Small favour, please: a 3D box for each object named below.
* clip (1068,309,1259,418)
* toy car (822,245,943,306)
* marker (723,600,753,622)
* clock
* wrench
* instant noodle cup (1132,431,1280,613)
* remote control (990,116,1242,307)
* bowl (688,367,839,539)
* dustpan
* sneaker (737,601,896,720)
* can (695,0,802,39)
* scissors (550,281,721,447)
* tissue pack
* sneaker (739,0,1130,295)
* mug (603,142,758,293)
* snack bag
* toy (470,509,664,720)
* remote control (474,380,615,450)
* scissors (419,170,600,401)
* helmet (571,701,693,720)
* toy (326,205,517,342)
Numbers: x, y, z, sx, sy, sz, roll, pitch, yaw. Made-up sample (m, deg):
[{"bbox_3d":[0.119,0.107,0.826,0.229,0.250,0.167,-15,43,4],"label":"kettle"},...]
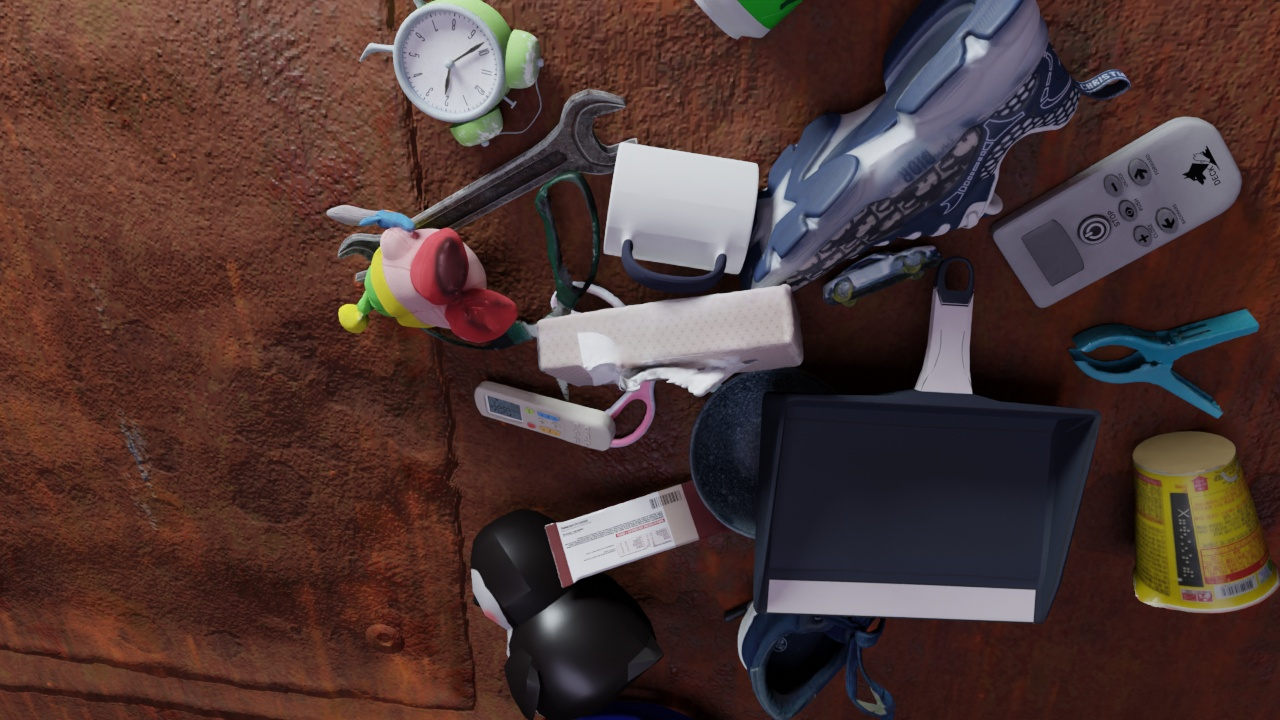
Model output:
[{"bbox_3d":[0.381,0.004,0.685,0.116,0.026,0.097,5,117,7],"label":"clip"},{"bbox_3d":[0.176,-0.065,0.675,0.090,0.038,0.027,-22,77,20],"label":"toy car"},{"bbox_3d":[0.139,0.210,0.848,0.152,0.011,0.011,-33,109,24],"label":"marker"},{"bbox_3d":[-0.122,-0.207,0.644,0.119,0.042,0.095,39,119,-11],"label":"clock"},{"bbox_3d":[-0.122,-0.123,0.696,0.274,0.010,0.070,-24,139,22],"label":"wrench"},{"bbox_3d":[0.427,0.118,0.706,0.100,0.100,0.112,-13,105,16],"label":"instant noodle cup"},{"bbox_3d":[0.330,-0.102,0.636,0.151,0.019,0.074,-32,109,24],"label":"remote control"},{"bbox_3d":[0.104,0.073,0.741,0.137,0.057,0.137,0,89,-4],"label":"bowl"},{"bbox_3d":[0.213,0.064,0.678,0.236,0.080,0.273,3,89,-4],"label":"dustpan"},{"bbox_3d":[0.180,0.184,0.752,0.120,0.127,0.295,28,107,-6],"label":"sneaker"},{"bbox_3d":[0.089,-0.268,0.547,0.140,0.087,0.088,-38,107,26],"label":"can"},{"bbox_3d":[-0.007,-0.001,0.755,0.177,0.013,0.171,37,120,-10],"label":"scissors"},{"bbox_3d":[0.022,-0.006,0.653,0.181,0.104,0.071,-3,82,13],"label":"tissue pack"},{"bbox_3d":[0.182,-0.119,0.616,0.132,0.103,0.270,26,128,-24],"label":"sneaker"},{"bbox_3d":[0.026,-0.093,0.638,0.097,0.111,0.079,9,146,-1],"label":"mug"},{"bbox_3d":[0.001,0.145,0.791,0.158,0.013,0.057,-18,71,-4],"label":"snack bag"},{"bbox_3d":[-0.074,0.216,0.821,0.140,0.158,0.184,-34,91,35],"label":"toy"},{"bbox_3d":[-0.082,0.047,0.779,0.126,0.018,0.038,15,140,12],"label":"remote control"},{"bbox_3d":[-0.090,-0.061,0.723,0.202,0.015,0.206,15,122,7],"label":"scissors"},{"bbox_3d":[-0.028,0.435,0.879,0.242,0.227,0.148,1,109,10],"label":"helmet"},{"bbox_3d":[-0.176,-0.058,0.692,0.131,0.096,0.124,19,160,43],"label":"toy"}]
